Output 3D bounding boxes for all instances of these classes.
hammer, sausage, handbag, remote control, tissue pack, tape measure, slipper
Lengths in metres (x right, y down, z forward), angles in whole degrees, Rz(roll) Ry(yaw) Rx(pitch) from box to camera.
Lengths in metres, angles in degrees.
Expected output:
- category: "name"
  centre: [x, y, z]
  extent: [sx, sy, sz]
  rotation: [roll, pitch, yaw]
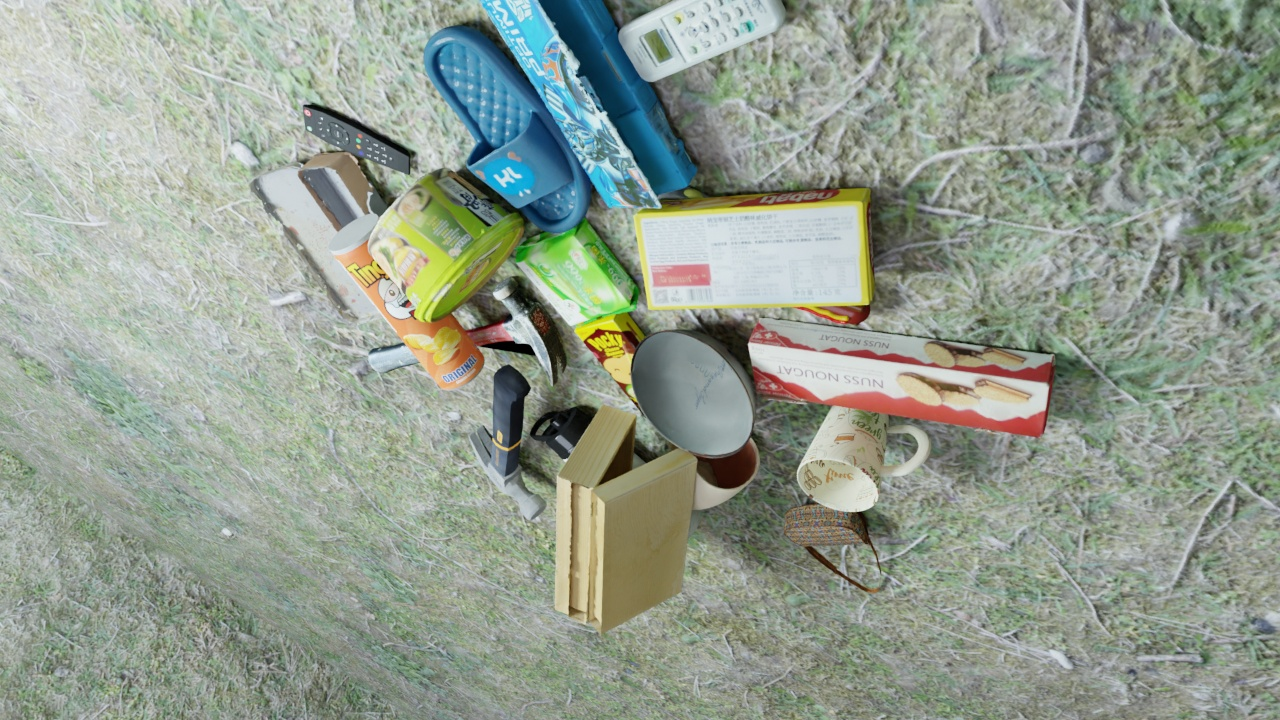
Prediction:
- category: "hammer"
  centre: [-0.166, 0.099, 1.172]
  extent: [0.139, 0.035, 0.313]
  rotation: [45, 153, 14]
- category: "sausage"
  centre: [0.134, -0.068, 0.839]
  extent: [0.156, 0.040, 0.040]
  rotation: [20, 142, 12]
- category: "handbag"
  centre: [0.253, 0.231, 1.122]
  extent: [0.094, 0.043, 0.196]
  rotation: [-10, 137, 35]
- category: "remote control"
  centre: [0.045, -0.255, 0.695]
  extent: [0.134, 0.022, 0.050]
  rotation: [-9, 129, 39]
- category: "hammer"
  centre: [-0.228, -0.014, 1.138]
  extent: [0.327, 0.036, 0.140]
  rotation: [-10, 127, 40]
- category: "tissue pack"
  centre: [-0.067, -0.089, 0.950]
  extent: [0.100, 0.034, 0.114]
  rotation: [-15, 127, 40]
- category: "remote control"
  centre: [-0.292, -0.228, 0.950]
  extent: [0.125, 0.010, 0.039]
  rotation: [25, 143, 5]
- category: "tape measure"
  centre: [0.036, -0.132, 0.846]
  extent: [0.065, 0.016, 0.064]
  rotation: [9, 139, 25]
- category: "slipper"
  centre: [-0.120, -0.202, 0.833]
  extent: [0.104, 0.059, 0.214]
  rotation: [-10, 127, 37]

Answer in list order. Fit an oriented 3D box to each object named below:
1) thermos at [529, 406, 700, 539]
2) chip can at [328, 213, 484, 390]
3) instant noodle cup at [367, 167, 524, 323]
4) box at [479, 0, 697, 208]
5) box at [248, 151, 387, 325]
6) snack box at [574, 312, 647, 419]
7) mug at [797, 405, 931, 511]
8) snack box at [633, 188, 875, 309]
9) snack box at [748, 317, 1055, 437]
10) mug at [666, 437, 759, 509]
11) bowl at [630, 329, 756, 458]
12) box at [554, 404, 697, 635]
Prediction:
- category: "thermos"
  centre: [-0.033, 0.149, 1.178]
  extent: [0.230, 0.068, 0.101]
  rotation: [42, 154, -15]
- category: "chip can"
  centre: [-0.254, -0.060, 1.016]
  extent: [0.062, 0.062, 0.210]
  rotation: [-3, 134, 35]
- category: "instant noodle cup"
  centre: [-0.197, -0.119, 0.917]
  extent: [0.098, 0.145, 0.147]
  rotation: [44, 142, -1]
- category: "box"
  centre: [-0.054, -0.228, 0.753]
  extent: [0.091, 0.065, 0.243]
  rotation: [-7, 130, 39]
- category: "box"
  centre: [-0.333, -0.133, 1.053]
  extent: [0.157, 0.063, 0.216]
  rotation: [-11, 129, 22]
- category: "snack box"
  centre: [-0.006, 0.006, 1.024]
  extent: [0.061, 0.025, 0.149]
  rotation: [-13, 127, 40]
- category: "mug"
  centre: [0.226, 0.087, 0.910]
  extent: [0.122, 0.097, 0.081]
  rotation: [-6, 131, 37]
- category: "snack box"
  centre: [0.098, -0.094, 0.792]
  extent: [0.201, 0.042, 0.092]
  rotation: [0, 116, 23]
- category: "snack box"
  centre: [0.238, 0.016, 0.864]
  extent: [0.273, 0.044, 0.077]
  rotation: [9, 138, 24]
- category: "mug"
  centre: [0.071, 0.117, 1.069]
  extent: [0.111, 0.085, 0.105]
  rotation: [54, 150, 13]
- category: "bowl"
  centre: [0.065, 0.025, 0.962]
  extent: [0.151, 0.056, 0.151]
  rotation: [21, 131, 27]
- category: "box"
  centre: [-0.027, 0.196, 1.061]
  extent: [0.148, 0.140, 0.249]
  rotation: [25, 136, 23]
